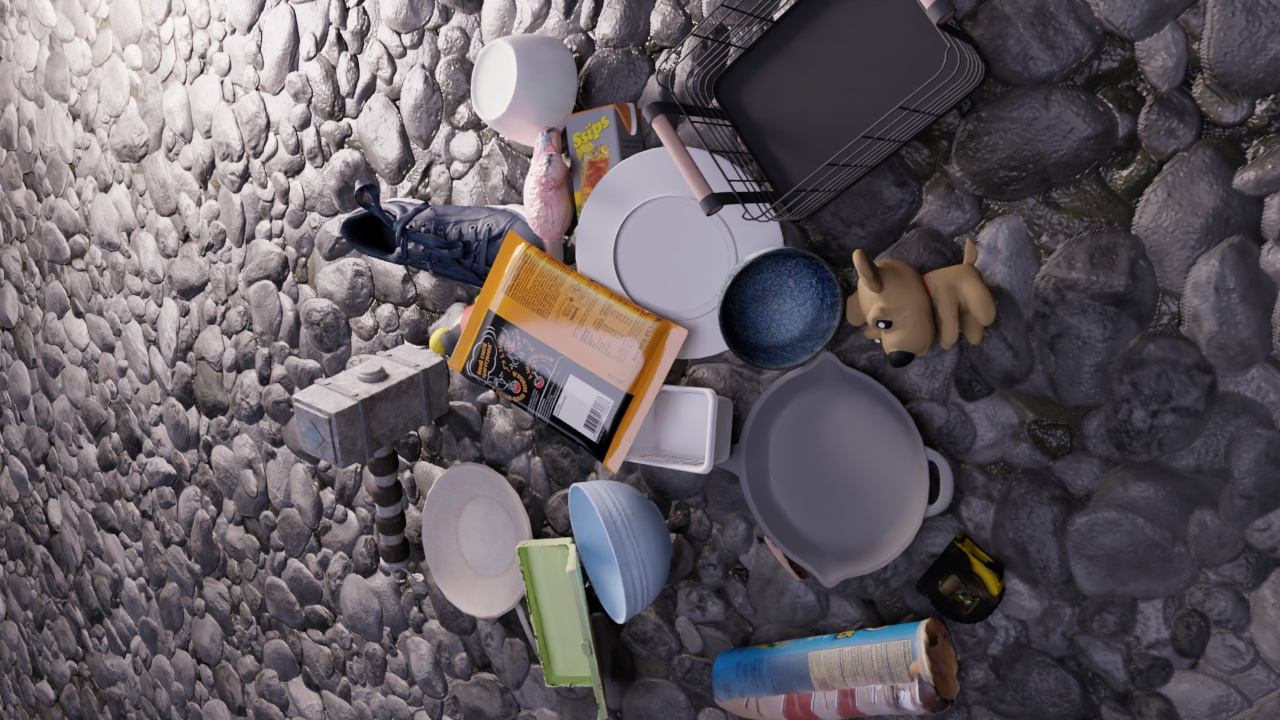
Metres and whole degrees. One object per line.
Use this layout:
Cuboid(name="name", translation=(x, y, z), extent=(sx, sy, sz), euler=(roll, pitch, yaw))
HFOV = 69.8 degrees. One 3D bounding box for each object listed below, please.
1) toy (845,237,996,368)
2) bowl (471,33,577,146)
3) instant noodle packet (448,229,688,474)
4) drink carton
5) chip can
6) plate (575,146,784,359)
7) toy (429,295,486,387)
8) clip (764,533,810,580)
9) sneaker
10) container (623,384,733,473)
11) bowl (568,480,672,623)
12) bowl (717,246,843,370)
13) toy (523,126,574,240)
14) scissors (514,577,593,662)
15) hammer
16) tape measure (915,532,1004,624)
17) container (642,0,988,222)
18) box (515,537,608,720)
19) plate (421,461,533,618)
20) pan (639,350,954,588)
Cuboid(name="toy", translation=(0.230, -0.048, 0.759), extent=(0.108, 0.134, 0.105), euler=(-5, 73, 8))
Cuboid(name="bowl", translation=(-0.126, -0.283, 0.948), extent=(0.117, 0.065, 0.116), euler=(1, 92, 46))
Cuboid(name="instant noodle packet", translation=(-0.079, -0.012, 0.926), extent=(0.221, 0.032, 0.160), euler=(31, 103, 17))
Cuboid(name="drink carton", translation=(-0.031, -0.191, 0.928), extent=(0.076, 0.048, 0.125), euler=(-2, 98, 34))
Cuboid(name="chip can", translation=(0.179, 0.298, 0.866), extent=(0.230, 0.079, 0.080), euler=(-21, 87, 35))
Cuboid(name="plate", translation=(0.034, -0.099, 0.883), extent=(0.209, 0.015, 0.209), euler=(6, 110, 16))
Cuboid(name="toy", translation=(-0.156, -0.027, 1.018), extent=(0.119, 0.097, 0.099), euler=(-35, 97, 26))
Cuboid(name="clip", translation=(0.149, 0.181, 0.893), extent=(0.060, 0.024, 0.041), euler=(48, 121, 22))
Cuboid(name="sneaker", translation=(-0.225, -0.136, 1.027), extent=(0.295, 0.127, 0.121), euler=(12, 107, 30))
Cuboid(name="container", translation=(0.035, 0.065, 0.912), extent=(0.129, 0.049, 0.080), euler=(4, 90, 43))
Cuboid(name="bowl", translation=(-0.013, 0.190, 0.960), extent=(0.151, 0.074, 0.150), euler=(163, 90, -71))
Cuboid(name="bowl", translation=(0.121, -0.054, 0.836), extent=(0.114, 0.060, 0.114), euler=(-3, 113, -8))
Cuboid(name="toy", translation=(-0.094, -0.183, 0.939), extent=(0.105, 0.053, 0.108), euler=(97, 171, -54))
Cuboid(name="scissors", translation=(-0.136, 0.279, 1.111), extent=(0.199, 0.015, 0.179), euler=(8, 103, 34))
Cuboid(name="hammer", translation=(-0.315, 0.154, 1.135), extent=(0.079, 0.176, 0.327), euler=(18, 121, 30))
Cuboid(name="tape measure", translation=(0.280, 0.196, 0.798), extent=(0.062, 0.038, 0.067), euler=(41, 118, 21))
Cuboid(name="container", translation=(0.141, -0.234, 0.752), extent=(0.242, 0.130, 0.163), euler=(-37, 78, 33))
Cuboid(name="box", translation=(-0.076, 0.294, 1.030), extent=(0.131, 0.064, 0.188), euler=(8, 113, 53))
Cuboid(name="plate", translation=(-0.194, 0.217, 1.117), extent=(0.189, 0.027, 0.189), euler=(2, 94, 35))
Cuboid(name="pan", translation=(0.130, 0.099, 0.886), extent=(0.355, 0.024, 0.216), euler=(2, 95, 40))
